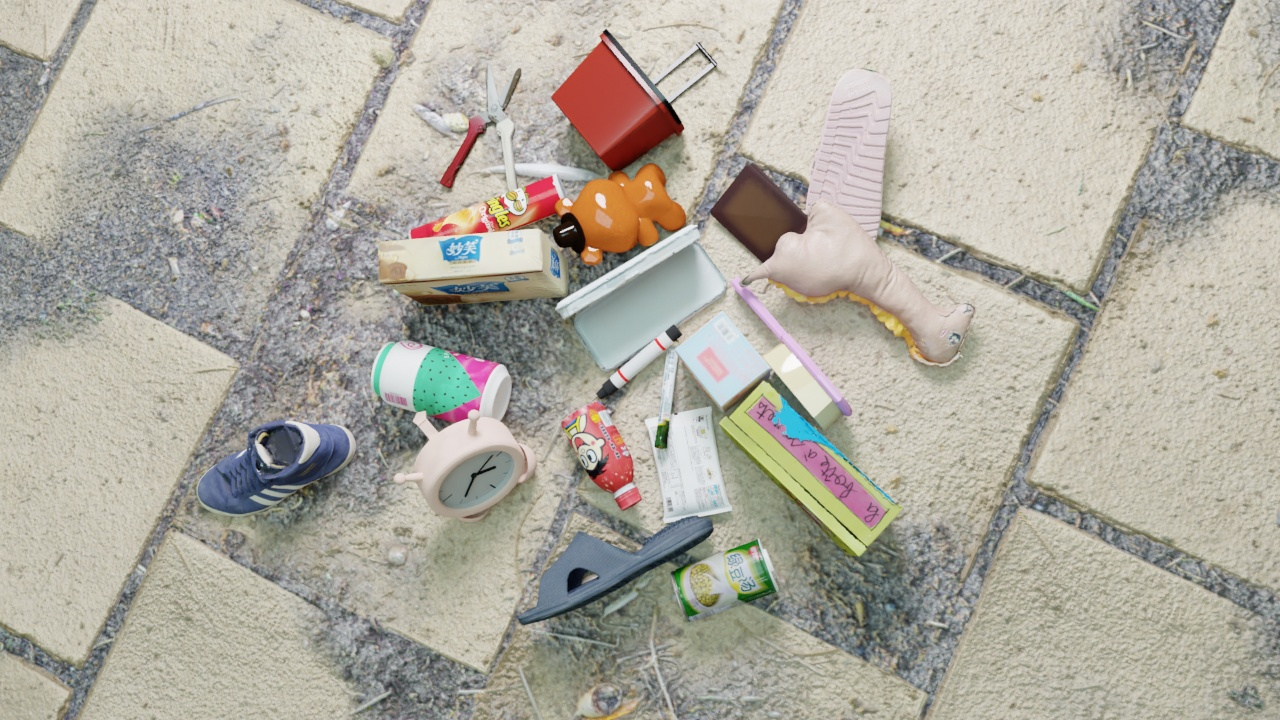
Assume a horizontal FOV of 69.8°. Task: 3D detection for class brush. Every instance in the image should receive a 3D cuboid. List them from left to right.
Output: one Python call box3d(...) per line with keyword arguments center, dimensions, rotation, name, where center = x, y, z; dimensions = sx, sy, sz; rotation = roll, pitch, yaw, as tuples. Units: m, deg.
box3d(center=(0.175, -0.011, 1.147), dimensions=(0.043, 0.089, 0.228), rotation=(-40, 67, 6), name="brush")

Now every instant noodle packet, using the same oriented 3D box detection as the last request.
box3d(center=(0.060, 0.132, 1.167), dimensions=(0.087, 0.026, 0.134), rotation=(-12, 81, 6), name="instant noodle packet")

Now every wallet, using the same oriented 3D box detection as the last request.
box3d(center=(0.157, -0.186, 1.181), dimensions=(0.115, 0.018, 0.092), rotation=(46, 123, 9), name="wallet")

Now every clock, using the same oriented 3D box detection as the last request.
box3d(center=(-0.216, 0.128, 1.147), dimensions=(0.131, 0.160, 0.086), rotation=(-40, 48, 2), name="clock")

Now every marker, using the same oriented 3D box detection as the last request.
box3d(center=(-0.007, 0.007, 1.189), dimensions=(0.146, 0.019, 0.019), rotation=(-40, 79, 10), name="marker")
box3d(center=(0.035, 0.042, 1.173), dimensions=(0.017, 0.017, 0.146), rotation=(5, 71, 8), name="marker")

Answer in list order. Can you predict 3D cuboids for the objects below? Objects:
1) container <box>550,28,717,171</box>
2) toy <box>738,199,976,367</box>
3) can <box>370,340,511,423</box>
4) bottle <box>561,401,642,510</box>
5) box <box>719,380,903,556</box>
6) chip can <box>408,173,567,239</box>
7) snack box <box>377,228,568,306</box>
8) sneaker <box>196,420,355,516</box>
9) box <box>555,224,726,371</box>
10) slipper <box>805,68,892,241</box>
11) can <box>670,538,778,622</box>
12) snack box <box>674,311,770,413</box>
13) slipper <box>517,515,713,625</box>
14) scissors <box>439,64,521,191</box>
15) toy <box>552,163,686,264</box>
box3d(center=(0.002, -0.358, 1.198), dimensions=(0.201, 0.127, 0.148), rotation=(-40, 79, 8), name="container")
box3d(center=(0.275, -0.073, 1.141), dimensions=(0.196, 0.065, 0.264), rotation=(-42, 96, 17), name="toy")
box3d(center=(-0.257, 0.031, 1.193), dimensions=(0.166, 0.088, 0.088), rotation=(14, 84, 9), name="can")
box3d(center=(-0.044, 0.124, 1.165), dimensions=(0.062, 0.062, 0.137), rotation=(-31, 78, 3), name="bottle")
box3d(center=(0.198, 0.130, 1.101), dimensions=(0.221, 0.124, 0.083), rotation=(42, 87, 10), name="box")
box3d(center=(-0.203, -0.190, 1.234), dimensions=(0.215, 0.052, 0.051), rotation=(-20, 80, 5), name="chip can")
box3d(center=(-0.209, -0.115, 1.173), dimensions=(0.207, 0.153, 0.055), rotation=(-4, 82, 7), name="snack box")
box3d(center=(-0.503, 0.143, 1.196), dimensions=(0.233, 0.118, 0.091), rotation=(-19, 80, 5), name="sneaker")
box3d(center=(0.000, -0.092, 1.167), dimensions=(0.211, 0.105, 0.130), rotation=(-36, 83, 2), name="box")
box3d(center=(0.265, -0.245, 1.170), dimensions=(0.094, 0.064, 0.239), rotation=(8, 100, 7), name="slipper")
box3d(center=(0.104, 0.268, 1.122), dimensions=(0.121, 0.067, 0.067), rotation=(-21, 80, 5), name="can")
box3d(center=(0.103, 0.005, 1.144), dimensions=(0.079, 0.095, 0.093), rotation=(-39, 80, 2), name="snack box")
box3d(center=(-0.039, 0.241, 1.136), dimensions=(0.263, 0.101, 0.082), rotation=(-27, 72, -3), name="slipper")
box3d(center=(-0.207, -0.307, 1.270), dimensions=(0.196, 0.015, 0.179), rotation=(-40, 78, 1), name="scissors")
box3d(center=(-0.031, -0.192, 1.191), dimensions=(0.175, 0.096, 0.112), rotation=(-21, 79, -24), name="toy")
